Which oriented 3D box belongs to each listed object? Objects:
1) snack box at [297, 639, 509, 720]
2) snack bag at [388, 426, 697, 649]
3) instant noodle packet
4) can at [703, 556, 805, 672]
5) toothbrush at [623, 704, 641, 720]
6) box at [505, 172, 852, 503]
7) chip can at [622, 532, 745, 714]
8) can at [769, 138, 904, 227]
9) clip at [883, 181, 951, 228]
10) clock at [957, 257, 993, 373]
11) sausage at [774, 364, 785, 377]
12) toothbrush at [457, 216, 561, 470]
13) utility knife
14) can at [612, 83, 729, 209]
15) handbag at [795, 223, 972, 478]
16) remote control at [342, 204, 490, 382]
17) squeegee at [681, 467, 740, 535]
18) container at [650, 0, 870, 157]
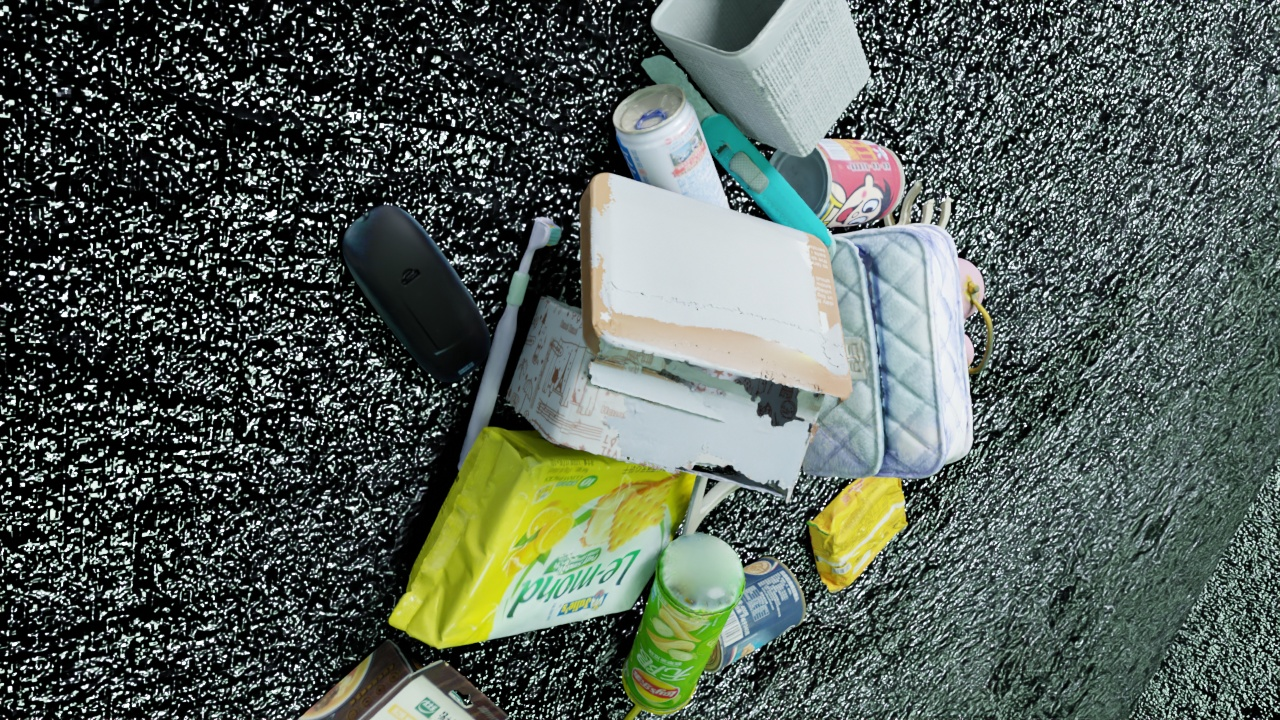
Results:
[{"bbox_3d":[-0.182,0.276,0.692,0.125,0.053,0.113,-41,135,-14],"label":"snack box"},{"bbox_3d":[-0.056,0.120,0.683,0.246,0.068,0.158,8,114,-52],"label":"snack bag"},{"bbox_3d":[0.236,0.179,1.000,0.128,0.044,0.111,-37,128,-22],"label":"instant noodle packet"},{"bbox_3d":[0.096,0.248,0.899,0.111,0.075,0.075,-18,126,-32],"label":"can"},{"bbox_3d":[0.019,0.332,0.929,0.190,0.016,0.015,-49,138,-5],"label":"toothbrush"},{"bbox_3d":[0.030,-0.023,0.591,0.182,0.153,0.178,17,92,-24],"label":"box"},{"bbox_3d":[0.033,0.231,0.791,0.072,0.072,0.222,-24,147,-28],"label":"chip can"},{"bbox_3d":[0.151,-0.136,0.708,0.093,0.066,0.067,-9,121,-37],"label":"can"},{"bbox_3d":[0.245,-0.103,0.811,0.034,0.083,0.105,-10,111,-37],"label":"clip"},{"bbox_3d":[0.229,-0.042,0.767,0.059,0.158,0.117,-18,124,-23],"label":"clock"},{"bbox_3d":[0.099,0.020,0.796,0.164,0.021,0.021,-30,132,-24],"label":"sausage"},{"bbox_3d":[-0.091,-0.005,0.618,0.021,0.029,0.189,20,108,-5],"label":"toothbrush"},{"bbox_3d":[0.074,-0.132,0.634,0.029,0.013,0.207,-43,116,12],"label":"utility knife"},{"bbox_3d":[0.027,-0.117,0.623,0.053,0.053,0.135,-41,136,-13],"label":"can"},{"bbox_3d":[0.176,-0.008,0.709,0.075,0.134,0.194,-10,94,-46],"label":"handbag"},{"bbox_3d":[-0.130,-0.034,0.560,0.053,0.024,0.136,-40,135,-13],"label":"remote control"},{"bbox_3d":[0.122,0.097,0.821,0.246,0.039,0.247,-26,151,-22],"label":"squeegee"},{"bbox_3d":[0.084,-0.202,0.594,0.090,0.090,0.114,-51,140,-2],"label":"container"}]
